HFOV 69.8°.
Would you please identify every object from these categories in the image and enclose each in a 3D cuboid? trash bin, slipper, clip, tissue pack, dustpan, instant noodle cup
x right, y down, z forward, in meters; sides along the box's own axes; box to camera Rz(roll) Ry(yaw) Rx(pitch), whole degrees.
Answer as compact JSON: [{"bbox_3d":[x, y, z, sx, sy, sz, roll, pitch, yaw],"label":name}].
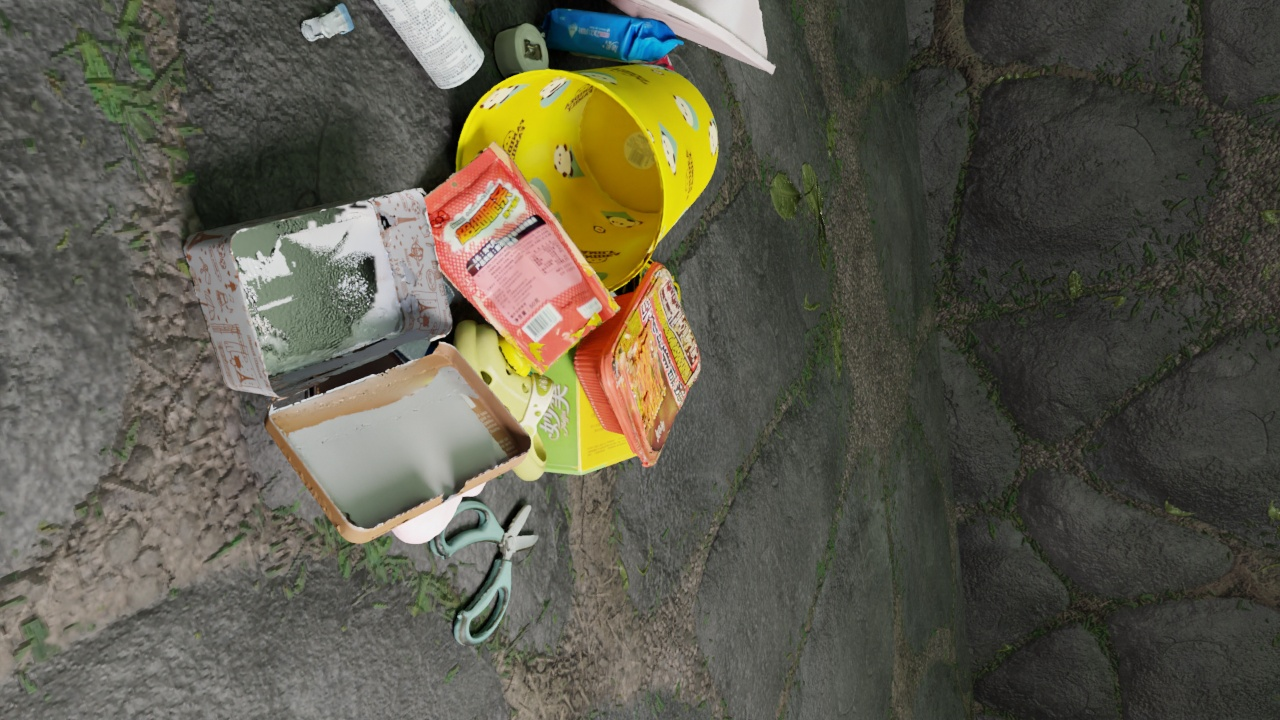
[{"bbox_3d":[-0.038,-0.217,1.009,0.254,0.230,0.230,-48,128,-57],"label":"trash bin"},{"bbox_3d":[-0.127,0.035,0.940,0.091,0.081,0.191,-112,180,-62],"label":"slipper"},{"bbox_3d":[-0.271,-0.295,0.802,0.056,0.030,0.025,-58,137,-53],"label":"clip"},{"bbox_3d":[-0.037,-0.380,1.078,0.094,0.157,0.052,-28,130,-57],"label":"tissue pack"},{"bbox_3d":[0.033,-0.417,1.128,0.138,0.223,0.273,-59,161,-12],"label":"dustpan"},{"bbox_3d":[-0.006,0.006,1.005,0.188,0.079,0.165,-64,144,-42],"label":"instant noodle cup"}]

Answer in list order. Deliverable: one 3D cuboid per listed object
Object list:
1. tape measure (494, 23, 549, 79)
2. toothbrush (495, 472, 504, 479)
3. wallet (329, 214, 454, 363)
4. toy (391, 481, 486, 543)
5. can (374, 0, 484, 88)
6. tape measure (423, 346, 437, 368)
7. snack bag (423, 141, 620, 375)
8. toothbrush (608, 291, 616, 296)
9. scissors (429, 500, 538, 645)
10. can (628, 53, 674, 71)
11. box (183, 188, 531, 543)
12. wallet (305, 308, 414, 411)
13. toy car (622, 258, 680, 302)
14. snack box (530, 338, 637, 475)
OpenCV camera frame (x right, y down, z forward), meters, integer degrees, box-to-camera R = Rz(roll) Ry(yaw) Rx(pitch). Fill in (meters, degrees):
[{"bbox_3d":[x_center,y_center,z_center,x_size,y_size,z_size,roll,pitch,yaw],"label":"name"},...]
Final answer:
[{"bbox_3d":[-0.132,-0.341,1.027,0.065,0.034,0.066,-21,105,-59],"label":"tape measure"},{"bbox_3d":[-0.124,0.054,1.032,0.017,0.012,0.185,78,28,-49],"label":"toothbrush"},{"bbox_3d":[-0.228,-0.065,0.843,0.121,0.019,0.097,50,41,-34],"label":"wallet"},{"bbox_3d":[-0.194,0.105,0.872,0.159,0.054,0.121,-19,108,-68],"label":"toy"},{"bbox_3d":[-0.210,-0.332,0.868,0.147,0.058,0.058,53,45,-44],"label":"can"},{"bbox_3d":[-0.193,0.013,0.886,0.058,0.025,0.054,96,-11,-89],"label":"tape measure"},{"bbox_3d":[-0.124,-0.096,0.897,0.128,0.073,0.208,-42,95,-12],"label":"snack bag"},{"bbox_3d":[-0.070,-0.108,1.132,0.189,0.021,0.029,40,22,-53],"label":"toothbrush"},{"bbox_3d":[-0.165,0.196,0.951,0.179,0.019,0.172,62,40,-35],"label":"scissors"},{"bbox_3d":[0.022,-0.393,1.272,0.133,0.053,0.053,58,41,-40],"label":"can"},{"bbox_3d":[-0.221,-0.003,0.729,0.178,0.124,0.274,-26,89,-45],"label":"box"},{"bbox_3d":[-0.247,0.003,0.823,0.122,0.020,0.096,2,82,-59],"label":"wallet"},{"bbox_3d":[0.021,-0.094,1.265,0.156,0.041,0.071,38,57,-54],"label":"toy car"},{"bbox_3d":[-0.049,0.039,1.088,0.209,0.070,0.157,-9,100,-63],"label":"snack box"}]
